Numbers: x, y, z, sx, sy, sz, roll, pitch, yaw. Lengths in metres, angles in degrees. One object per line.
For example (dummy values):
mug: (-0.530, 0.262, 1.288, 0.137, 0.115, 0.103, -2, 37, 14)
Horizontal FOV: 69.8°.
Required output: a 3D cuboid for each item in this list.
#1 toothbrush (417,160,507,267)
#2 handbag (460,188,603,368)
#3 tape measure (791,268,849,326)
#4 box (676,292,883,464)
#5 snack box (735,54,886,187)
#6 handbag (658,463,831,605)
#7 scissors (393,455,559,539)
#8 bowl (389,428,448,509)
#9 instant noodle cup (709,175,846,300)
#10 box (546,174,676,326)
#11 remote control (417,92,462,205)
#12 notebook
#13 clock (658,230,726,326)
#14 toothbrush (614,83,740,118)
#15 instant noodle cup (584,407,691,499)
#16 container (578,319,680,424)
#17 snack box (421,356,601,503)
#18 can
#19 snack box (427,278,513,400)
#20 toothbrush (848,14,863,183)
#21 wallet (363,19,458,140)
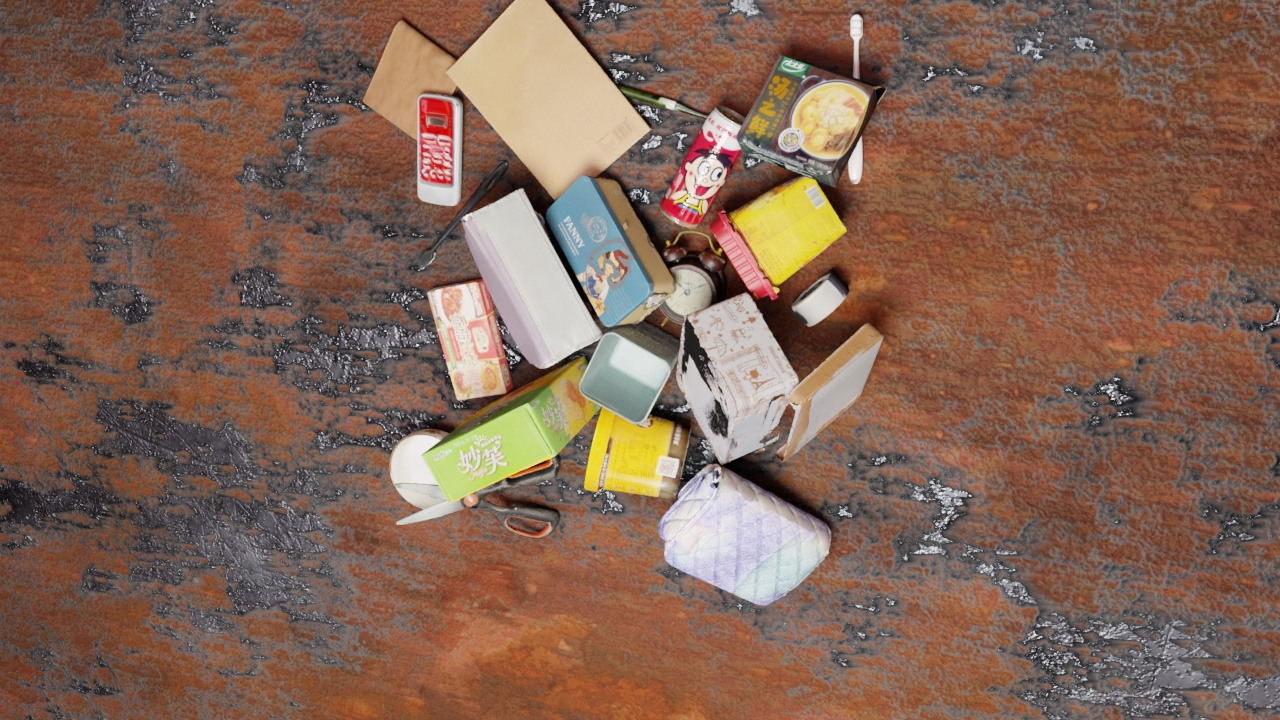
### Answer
toothbrush: (-0.225, -0.185, 1.165, 0.015, 0.018, 0.181, 46, 110, 4)
handbag: (-0.135, -0.095, 1.105, 0.098, 0.145, 0.197, -30, 99, -18)
tape measure: (0.207, -0.070, 1.057, 0.033, 0.065, 0.066, 46, 112, -4)
box: (0.162, 0.011, 1.034, 0.193, 0.183, 0.156, -24, 67, -12)
snack box: (0.182, -0.262, 0.975, 0.113, 0.053, 0.125, 26, 89, 21)
handbag: (0.124, 0.214, 1.128, 0.193, 0.075, 0.134, 31, 114, -27)
scissors: (-0.203, 0.190, 1.223, 0.221, 0.021, 0.211, -35, 115, -3)
bowl: (-0.277, 0.142, 1.254, 0.113, 0.062, 0.113, 5, 109, 14)
instant noodle cup: (0.155, -0.144, 1.030, 0.124, 0.116, 0.116, -33, 97, 9)
box: (-0.038, -0.133, 1.077, 0.090, 0.059, 0.184, -41, 74, 34)
remote control: (-0.249, -0.259, 1.135, 0.056, 0.020, 0.136, 11, 116, 7)
notebook: (-0.109, -0.306, 1.083, 0.150, 0.012, 0.211, -37, 100, 24)
clock: (0.060, -0.096, 1.093, 0.082, 0.055, 0.122, 11, 112, 12)
toothbrush: (0.027, -0.302, 1.062, 0.186, 0.012, 0.017, 18, 105, 9)
instant noodle cup: (-0.002, 0.116, 1.148, 0.114, 0.118, 0.119, 13, 110, 3)
container: (-0.007, 0.006, 1.114, 0.090, 0.111, 0.090, 29, 111, 4)
snack box: (-0.146, 0.080, 1.120, 0.158, 0.209, 0.070, -26, 97, 20)
can: (0.075, -0.219, 1.045, 0.053, 0.053, 0.133, 32, 119, 3)
snack box: (-0.223, -0.027, 1.207, 0.075, 0.025, 0.153, -8, 104, 17)
toothbrush: (0.237, -0.285, 1.009, 0.016, 0.016, 0.180, 2, 107, 16)
wallet: (-0.278, -0.340, 1.128, 0.101, 0.020, 0.115, 37, 115, 0)
